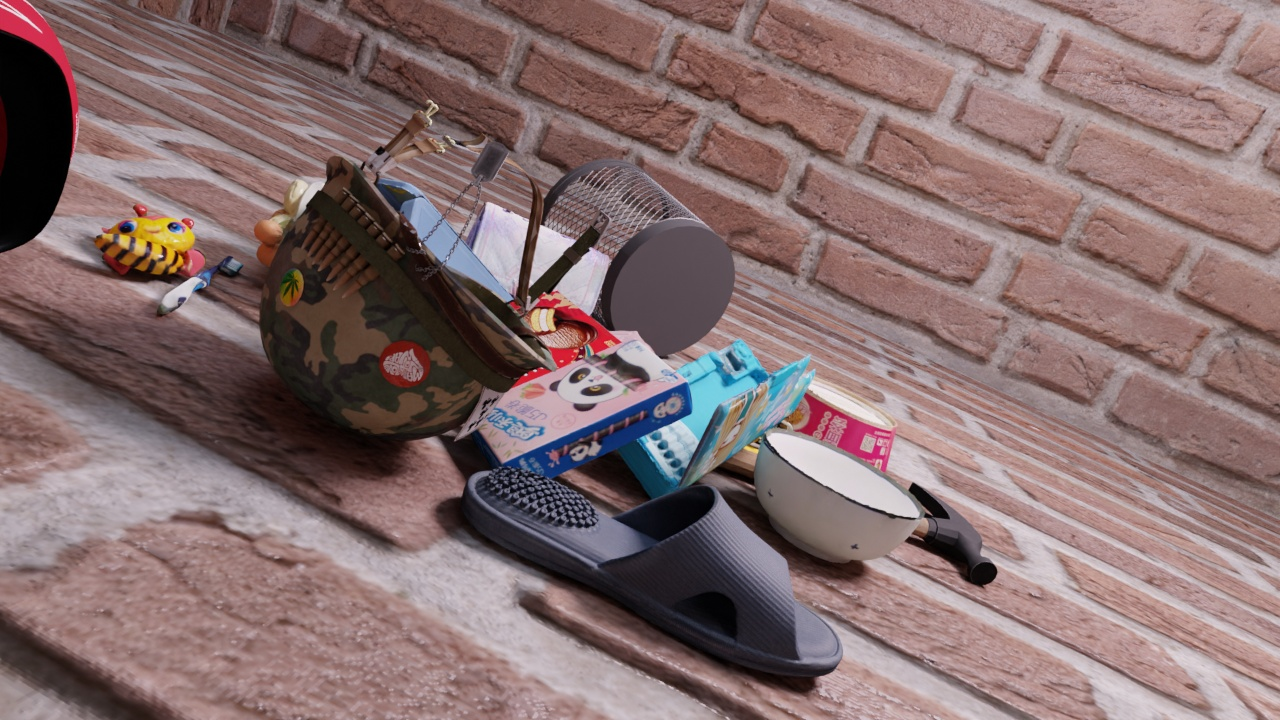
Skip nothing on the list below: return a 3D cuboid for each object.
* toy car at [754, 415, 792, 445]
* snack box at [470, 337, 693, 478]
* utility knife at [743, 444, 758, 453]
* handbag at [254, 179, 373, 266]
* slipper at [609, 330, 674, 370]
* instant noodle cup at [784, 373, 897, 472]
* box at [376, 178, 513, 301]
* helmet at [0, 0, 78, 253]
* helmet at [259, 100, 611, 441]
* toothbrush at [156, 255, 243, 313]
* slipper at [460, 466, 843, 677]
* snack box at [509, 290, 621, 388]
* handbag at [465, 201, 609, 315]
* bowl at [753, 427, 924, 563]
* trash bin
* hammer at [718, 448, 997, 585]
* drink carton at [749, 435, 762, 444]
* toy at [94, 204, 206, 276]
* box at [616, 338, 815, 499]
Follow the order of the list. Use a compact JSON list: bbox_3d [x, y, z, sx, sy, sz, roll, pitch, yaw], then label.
[{"bbox_3d":[0.145,0.077,1.010,0.112,0.047,0.047,25,-3,-11],"label":"toy car"},{"bbox_3d":[-0.048,0.039,0.696,0.154,0.033,0.088,-24,34,-19],"label":"snack box"},{"bbox_3d":[0.049,0.064,0.999,0.228,0.019,0.030,24,4,14],"label":"utility knife"},{"bbox_3d":[-0.295,-0.108,0.863,0.123,0.113,0.171,9,17,-18],"label":"handbag"},{"bbox_3d":[-0.006,0.006,0.977,0.239,0.064,0.094,12,19,-23],"label":"slipper"},{"bbox_3d":[0.233,0.079,1.115,0.178,0.078,0.178,22,13,-6],"label":"instant noodle cup"},{"bbox_3d":[-0.178,-0.092,0.906,0.122,0.047,0.209,57,3,42],"label":"box"},{"bbox_3d":[-0.494,-0.167,0.550,0.225,0.198,0.270,29,22,19],"label":"helmet"},{"bbox_3d":[-0.141,-0.055,0.632,0.224,0.236,0.192,21,-14,33],"label":"helmet"},{"bbox_3d":[-0.365,-0.064,0.766,0.017,0.016,0.189,31,11,-15],"label":"toothbrush"},{"bbox_3d":[0.016,0.112,0.593,0.263,0.082,0.101,24,11,1],"label":"slipper"},{"bbox_3d":[-0.099,-0.005,0.828,0.132,0.036,0.152,-16,33,-27],"label":"snack box"},{"bbox_3d":[-0.129,-0.094,1.051,0.158,0.127,0.069,20,16,-21],"label":"handbag"},{"bbox_3d":[0.166,0.127,0.815,0.153,0.073,0.153,22,14,-6],"label":"bowl"},{"bbox_3d":[-0.008,-0.141,1.286,0.217,0.218,0.227,14,20,-37],"label":"trash bin"},{"bbox_3d":[0.203,0.137,0.931,0.305,0.040,0.132,21,17,-10],"label":"hammer"},{"bbox_3d":[0.057,0.053,0.925,0.122,0.041,0.058,18,-27,-24],"label":"drink carton"},{"bbox_3d":[-0.405,-0.095,0.758,0.084,0.046,0.103,26,15,-19],"label":"toy"},{"bbox_3d":[0.083,0.027,0.808,0.097,0.117,0.226,55,37,8],"label":"box"}]
